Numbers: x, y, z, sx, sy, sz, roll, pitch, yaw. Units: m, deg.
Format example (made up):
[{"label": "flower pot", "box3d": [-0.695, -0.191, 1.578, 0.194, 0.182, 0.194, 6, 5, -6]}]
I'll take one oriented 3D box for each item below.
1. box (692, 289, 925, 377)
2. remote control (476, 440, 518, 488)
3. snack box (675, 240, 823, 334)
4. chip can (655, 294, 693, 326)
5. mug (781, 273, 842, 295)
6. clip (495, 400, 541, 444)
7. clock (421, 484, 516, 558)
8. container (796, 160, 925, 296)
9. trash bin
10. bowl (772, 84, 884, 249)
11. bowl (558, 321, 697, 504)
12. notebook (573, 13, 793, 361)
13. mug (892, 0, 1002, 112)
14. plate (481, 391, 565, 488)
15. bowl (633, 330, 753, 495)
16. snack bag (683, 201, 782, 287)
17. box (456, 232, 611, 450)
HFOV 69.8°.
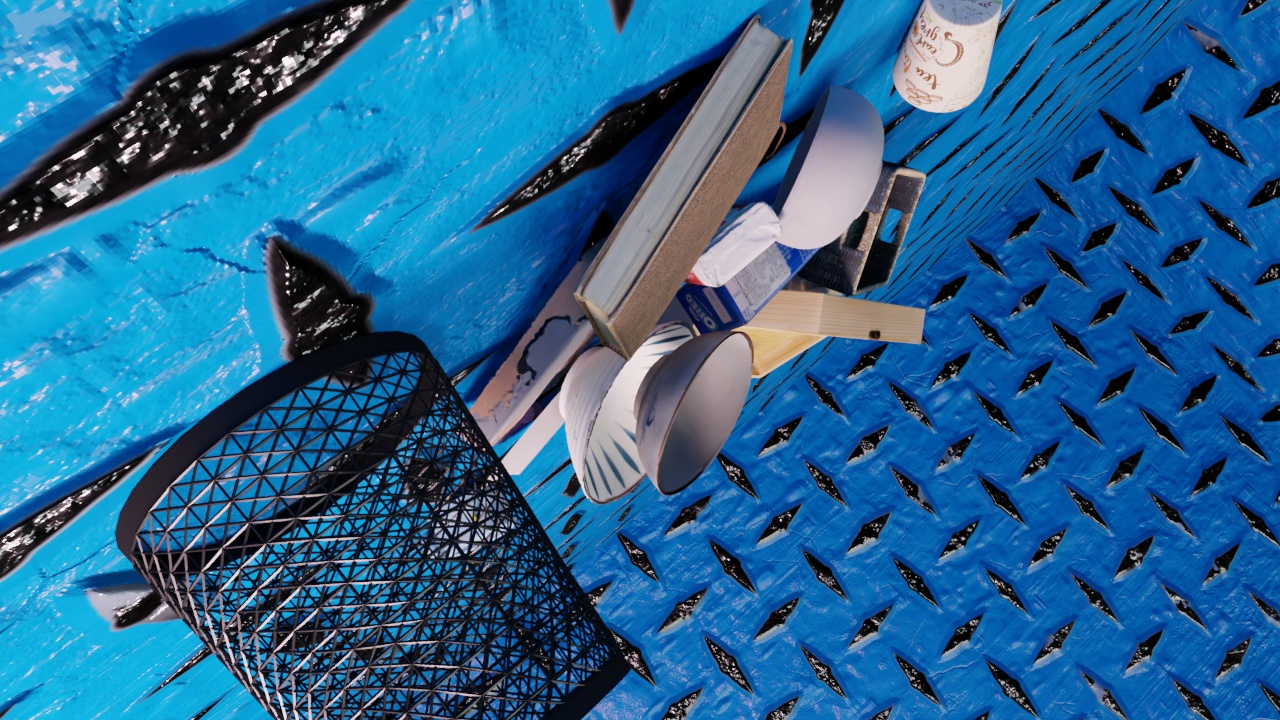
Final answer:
[{"label": "box", "box3d": [0.169, -0.034, 1.090, 0.262, 0.096, 0.246, -21, 164, 38]}, {"label": "remote control", "box3d": [-0.134, 0.100, 1.009, 0.125, 0.010, 0.039, -42, 168, 4]}, {"label": "snack box", "box3d": [0.120, -0.100, 0.880, 0.059, 0.059, 0.225, -20, -164, 44]}, {"label": "chip can", "box3d": [-0.006, 0.006, 0.950, 0.062, 0.062, 0.211, -35, 167, -29]}, {"label": "mug", "box3d": [0.213, -0.099, 1.187, 0.104, 0.085, 0.112, -15, -174, -41]}, {"label": "clip", "box3d": [-0.121, 0.059, 0.885, 0.058, 0.022, 0.035, -38, 177, 12]}, {"label": "clock", "box3d": [-0.189, 0.180, 1.003, 0.088, 0.051, 0.125, -16, 163, -49]}, {"label": "container", "box3d": [0.254, -0.158, 1.049, 0.187, 0.071, 0.145, -18, 128, -62]}, {"label": "trash bin", "box3d": [-0.146, 0.146, 0.561, 0.216, 0.243, 0.217, -39, 168, -10]}, {"label": "bowl", "box3d": [0.160, -0.154, 0.764, 0.132, 0.064, 0.132, -179, -69, -89]}, {"label": "bowl", "box3d": [-0.023, 0.034, 0.819, 0.176, 0.071, 0.178, -43, 148, -37]}, {"label": "notebook", "box3d": [0.035, -0.102, 0.633, 0.215, 0.034, 0.190, -58, 170, -5]}, {"label": "mug", "box3d": [0.274, -0.291, 0.786, 0.121, 0.081, 0.097, -60, 166, -16]}, {"label": "plate", "box3d": [-0.090, 0.063, 0.888, 0.173, 0.019, 0.173, -50, -179, 0]}, {"label": "bowl", "box3d": [0.035, 0.036, 0.779, 0.150, 0.057, 0.151, -44, 149, -37]}, {"label": "snack bag", "box3d": [0.065, -0.097, 0.768, 0.077, 0.036, 0.116, -41, -166, -5]}, {"label": "box", "box3d": [-0.059, -0.025, 0.746, 0.217, 0.043, 0.148, -50, -177, 33]}]
